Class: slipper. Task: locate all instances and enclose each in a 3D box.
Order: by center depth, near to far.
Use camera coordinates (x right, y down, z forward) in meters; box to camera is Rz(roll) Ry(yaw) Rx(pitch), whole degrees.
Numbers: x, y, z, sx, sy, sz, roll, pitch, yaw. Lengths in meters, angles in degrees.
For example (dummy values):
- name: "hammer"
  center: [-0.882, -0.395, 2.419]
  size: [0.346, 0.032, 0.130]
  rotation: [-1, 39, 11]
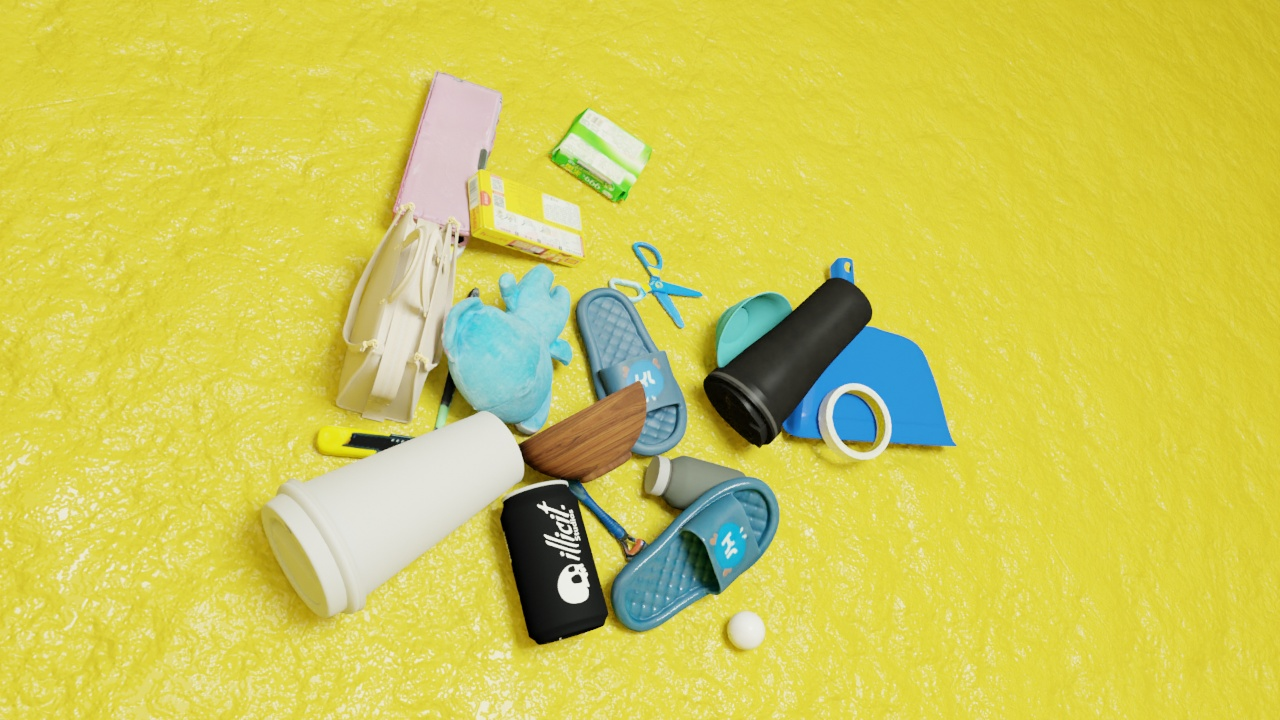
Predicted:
- name: "slipper"
  center: [0.065, 0.209, 0.959]
  size: [0.213, 0.059, 0.104]
  rotation: [-35, 113, -17]
- name: "slipper"
  center: [-0.006, 0.006, 1.051]
  size: [0.103, 0.059, 0.213]
  rotation: [-12, 70, -31]

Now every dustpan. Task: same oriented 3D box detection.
- name: "dustpan"
  center: [0.286, -0.016, 1.193]
  size: [0.245, 0.060, 0.257]
  rotation: [5, 75, -22]

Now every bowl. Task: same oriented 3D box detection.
- name: "bowl"
  center: [-0.050, 0.085, 0.946]
  size: [0.147, 0.148, 0.069]
  rotation: [-27, 88, -32]
- name: "bowl"
  center: [0.127, -0.035, 1.122]
  size: [0.120, 0.121, 0.046]
  rotation: [-19, 35, -30]

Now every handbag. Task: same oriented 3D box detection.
- name: "handbag"
  center: [-0.228, -0.057, 0.897]
  size: [0.101, 0.198, 0.194]
  rotation: [16, 61, -17]

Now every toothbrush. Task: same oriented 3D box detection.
- name: "toothbrush"
  center: [-0.198, 0.000, 0.992]
  size: [0.014, 0.017, 0.187]
  rotation: [18, 62, -18]

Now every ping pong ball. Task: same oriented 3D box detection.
- name: "ping pong ball"
  center: [0.113, 0.288, 0.980]
  size: [0.040, 0.040, 0.040]
  rotation: [10, 63, -20]

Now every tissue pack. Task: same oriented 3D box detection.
- name: "tissue pack"
  center: [-0.049, -0.263, 1.173]
  size: [0.114, 0.034, 0.099]
  rotation: [33, 55, -6]

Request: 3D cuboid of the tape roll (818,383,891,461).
- name: "tape roll"
  center: [0.260, 0.075, 1.112]
  size: [0.094, 0.019, 0.094]
  rotation: [6, 73, -22]

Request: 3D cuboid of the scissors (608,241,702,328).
- name: "scissors"
  center: [0.015, -0.091, 1.132]
  size: [0.125, 0.016, 0.125]
  rotation: [-27, 78, -28]

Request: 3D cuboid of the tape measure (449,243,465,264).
- name: "tape measure"
  center: [-0.238, -0.133, 1.037]
  size: [0.065, 0.017, 0.064]
  rotation: [47, 57, 3]

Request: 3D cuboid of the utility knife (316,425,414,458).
- name: "utility knife"
  center: [-0.227, 0.091, 0.936]
  size: [0.197, 0.020, 0.028]
  rotation: [9, 67, -23]

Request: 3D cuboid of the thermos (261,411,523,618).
- name: "thermos"
  center: [-0.221, 0.131, 0.856]
  size: [0.221, 0.132, 0.131]
  rotation: [-29, 81, -36]

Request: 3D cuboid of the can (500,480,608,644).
- name: "can"
  center: [-0.087, 0.199, 0.909]
  size: [0.080, 0.080, 0.146]
  rotation: [-8, 70, -27]

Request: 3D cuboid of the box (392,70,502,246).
- name: "box"
  center: [-0.221, -0.240, 1.068]
  size: [0.098, 0.041, 0.232]
  rotation: [19, 55, -18]

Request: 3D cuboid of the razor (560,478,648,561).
- name: "razor"
  center: [-0.033, 0.172, 0.983]
  size: [0.043, 0.018, 0.141]
  rotation: [-44, 86, -11]

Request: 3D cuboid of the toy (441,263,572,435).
- name: "toy"
  center: [-0.139, -0.021, 0.975]
  size: [0.183, 0.115, 0.180]
  rotation: [51, 48, -39]

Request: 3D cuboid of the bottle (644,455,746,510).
- name: "bottle"
  center: [0.062, 0.139, 1.017]
  size: [0.108, 0.060, 0.060]
  rotation: [17, 61, -16]

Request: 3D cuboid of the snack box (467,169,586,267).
- name: "snack box"
  center: [-0.129, -0.162, 1.061]
  size: [0.152, 0.025, 0.075]
  rotation: [13, 61, -44]

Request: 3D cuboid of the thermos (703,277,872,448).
- name: "thermos"
  center: [0.178, -0.004, 1.082]
  size: [0.218, 0.106, 0.106]
  rotation: [-43, 88, -18]
